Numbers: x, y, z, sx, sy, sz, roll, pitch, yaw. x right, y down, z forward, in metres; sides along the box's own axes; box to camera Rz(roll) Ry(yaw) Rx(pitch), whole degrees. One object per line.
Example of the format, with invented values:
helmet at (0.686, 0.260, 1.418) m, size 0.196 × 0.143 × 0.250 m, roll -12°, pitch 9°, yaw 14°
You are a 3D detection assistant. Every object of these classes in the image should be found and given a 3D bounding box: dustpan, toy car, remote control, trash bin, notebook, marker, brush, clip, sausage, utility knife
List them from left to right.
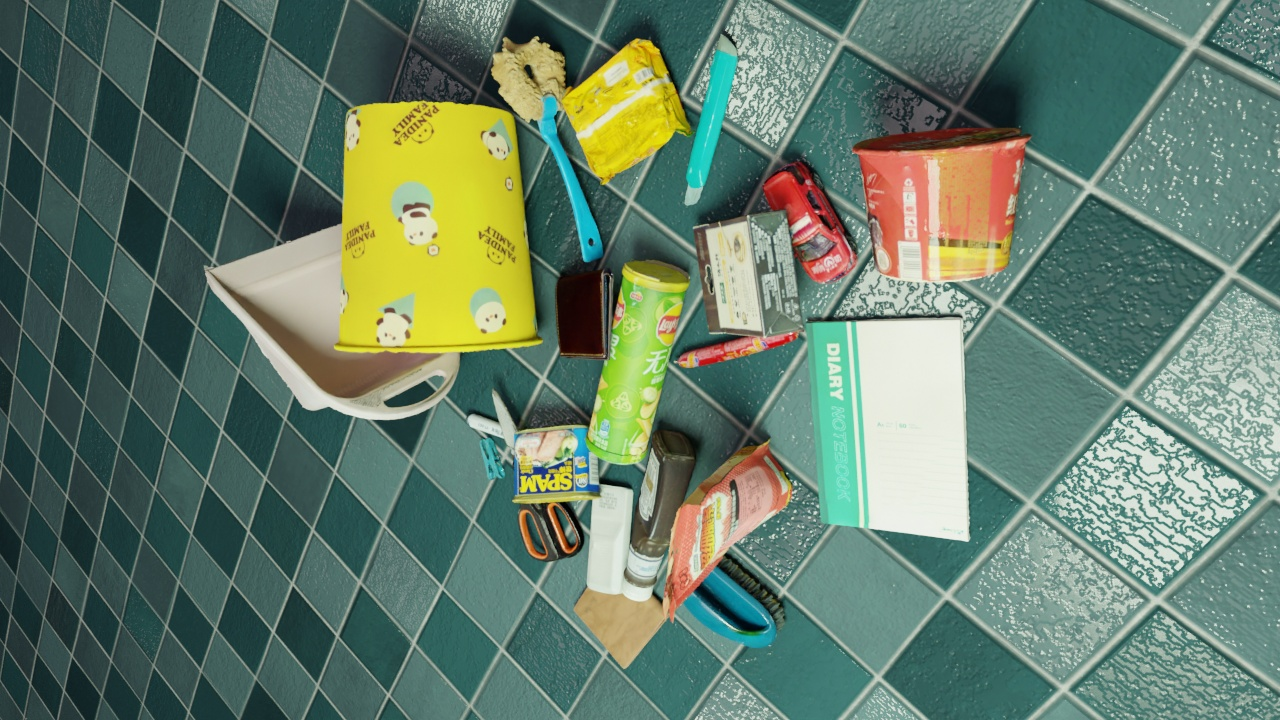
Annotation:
dustpan at (-0.351, -0.052, 1.128) m, size 0.139 × 0.221 × 0.273 m, roll -18°, pitch 103°, yaw 48°
trash bin at (-0.228, -0.143, 1.024) m, size 0.230 × 0.229 × 0.255 m, roll 2°, pitch 96°, yaw 34°
clip at (-0.191, 0.126, 1.176) m, size 0.046 × 0.014 × 0.057 m, roll -17°, pitch 92°, yaw 37°
marker at (-0.166, 0.088, 1.149) m, size 0.131 × 0.018 × 0.022 m, roll 16°, pitch 100°, yaw 30°
brush at (-0.091, -0.231, 1.002) m, size 0.046 × 0.083 × 0.254 m, roll -7°, pitch 104°, yaw 58°
remote control at (-0.037, 0.208, 1.071) m, size 0.049 × 0.024 × 0.125 m, roll 2°, pitch 86°, yaw 32°
utility knife at (0.069, -0.236, 0.921) m, size 0.029 × 0.013 × 0.171 m, roll 29°, pitch 118°, yaw 28°
brush at (0.084, 0.254, 0.984) m, size 0.144 × 0.073 × 0.055 m, roll 38°, pitch 128°, yaw 22°
sausage at (0.099, -0.013, 0.947) m, size 0.156 × 0.020 × 0.020 m, roll -16°, pitch 92°, yaw 36°
toy car at (0.158, -0.129, 0.867) m, size 0.053 × 0.045 × 0.120 m, roll -34°, pitch 83°, yaw 36°
notebook at (0.235, 0.064, 0.878) m, size 0.151 × 0.012 × 0.209 m, roll 1°, pitch 101°, yaw 35°

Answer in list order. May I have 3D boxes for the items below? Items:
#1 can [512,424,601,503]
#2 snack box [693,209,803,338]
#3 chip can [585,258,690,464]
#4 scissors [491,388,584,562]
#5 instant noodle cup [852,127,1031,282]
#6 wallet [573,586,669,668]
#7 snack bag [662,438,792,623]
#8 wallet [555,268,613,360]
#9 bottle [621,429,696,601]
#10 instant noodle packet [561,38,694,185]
can at (-0.099, 0.122, 1.068) m, size 0.102 × 0.057 × 0.083 m, roll -7°, pitch 78°, yaw 22°
snack box at (0.102, -0.082, 0.886) m, size 0.126 × 0.053 × 0.113 m, roll -163°, pitch 63°, yaw -75°
chip can at (-0.006, 0.006, 0.989) m, size 0.073 × 0.072 × 0.222 m, roll 24°, pitch 114°, yaw 27°
scissors at (-0.124, 0.136, 1.121) m, size 0.125 × 0.021 × 0.235 m, roll 1°, pitch 103°, yaw 24°
instant noodle cup at (0.245, -0.129, 0.758) m, size 0.138 × 0.137 × 0.109 m, roll 6°, pitch 112°, yaw 33°
wallet at (-0.025, 0.302, 1.102) m, size 0.101 × 0.020 × 0.115 m, roll 44°, pitch 123°, yaw 21°
snack bag at (0.078, 0.152, 0.884) m, size 0.073 × 0.207 × 0.129 m, roll 21°, pitch 113°, yaw 23°
wallet at (-0.062, -0.049, 1.006) m, size 0.122 × 0.020 × 0.096 m, roll 2°, pitch 94°, yaw 63°
bottle at (0.016, 0.177, 1.013) m, size 0.044 × 0.079 × 0.195 m, roll 8°, pitch 111°, yaw -14°
instant noodle packet at (-0.014, -0.258, 0.952) m, size 0.129 × 0.044 × 0.111 m, roll -22°, pitch 95°, yaw 39°
